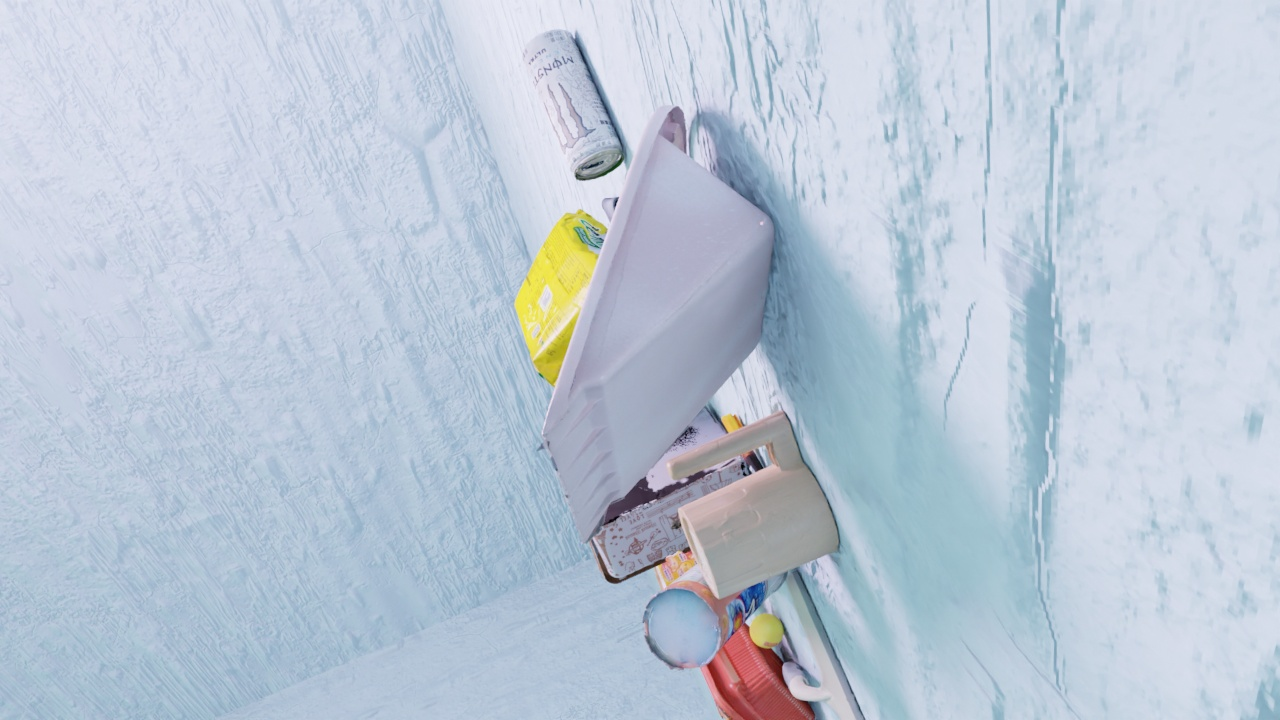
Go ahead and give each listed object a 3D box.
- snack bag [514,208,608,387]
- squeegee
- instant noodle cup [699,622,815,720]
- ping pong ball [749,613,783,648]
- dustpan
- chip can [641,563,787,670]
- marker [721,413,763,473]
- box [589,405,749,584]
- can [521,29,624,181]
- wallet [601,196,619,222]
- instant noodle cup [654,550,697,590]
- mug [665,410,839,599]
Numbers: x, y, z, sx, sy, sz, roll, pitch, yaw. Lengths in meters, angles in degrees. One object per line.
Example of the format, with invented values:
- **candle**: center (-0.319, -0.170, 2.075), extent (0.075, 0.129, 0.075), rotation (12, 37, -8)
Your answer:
- **snack bag**: center (-0.079, -0.070, 1.049), extent (0.068, 0.158, 0.246), rotation (23, -163, -25)
- **squeegee**: center (0.178, 0.348, 0.986), extent (0.247, 0.039, 0.246), rotation (103, 145, -77)
- **instant noodle cup**: center (0.138, 0.398, 1.128), extent (0.189, 0.079, 0.164), rotation (48, -177, -30)
- **ping pong ball**: center (0.151, 0.323, 1.095), extent (0.040, 0.040, 0.040), rotation (157, 91, -83)
- **dustpan**: center (-0.011, -0.034, 0.635), extent (0.139, 0.272, 0.223), rotation (39, 159, 19)
- **chip can**: center (0.074, 0.210, 0.834), extent (0.214, 0.071, 0.071), rotation (-7, -107, -66)
- **marker**: center (0.111, 0.101, 0.861), extent (0.018, 0.015, 0.123), rotation (78, 165, -61)
- **box**: center (0.029, 0.176, 1.009), extent (0.157, 0.183, 0.193), rotation (-124, 12, -59)
- **can**: center (-0.069, -0.260, 0.933), extent (0.058, 0.058, 0.146), rotation (105, 143, -78)
- **wallet**: center (-0.012, -0.132, 1.059), extent (0.097, 0.019, 0.121), rotation (-136, 24, -77)
- **instant noodle cup**: center (0.080, 0.282, 1.218), extent (0.138, 0.109, 0.138), rotation (159, 91, -82)
- **mug**: center (0.086, 0.115, 0.729), extent (0.084, 0.103, 0.125), rotation (-142, 31, -76)
